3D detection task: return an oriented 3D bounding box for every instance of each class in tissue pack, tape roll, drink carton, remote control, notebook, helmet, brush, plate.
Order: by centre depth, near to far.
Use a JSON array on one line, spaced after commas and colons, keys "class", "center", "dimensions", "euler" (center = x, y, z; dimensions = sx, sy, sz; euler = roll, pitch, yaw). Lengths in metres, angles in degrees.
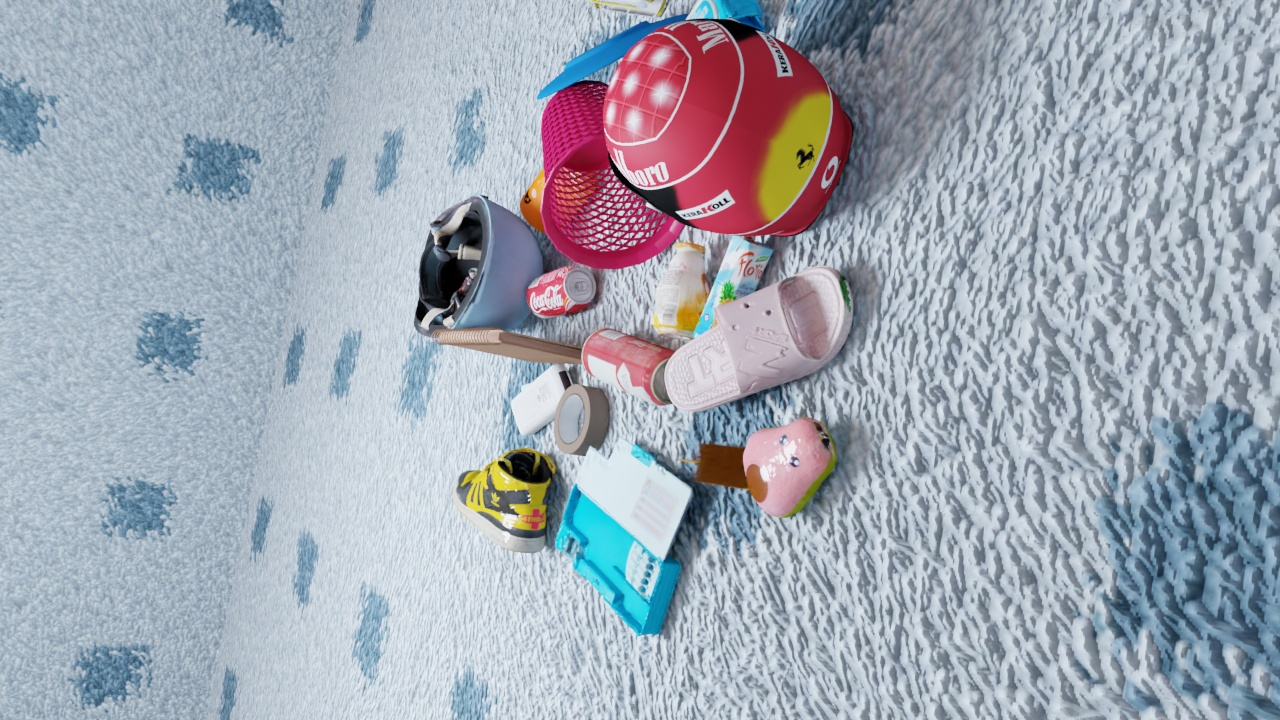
[{"class": "helmet", "center": [0.071, -0.234, 0.919], "dimensions": [0.271, 0.224, 0.198], "euler": [37, 107, 53]}, {"class": "brush", "center": [0.076, 0.112, 0.992], "dimensions": [0.127, 0.017, 0.048], "euler": [-1, 79, 56]}, {"class": "drink carton", "center": [0.100, -0.073, 0.993], "dimensions": [0.038, 0.044, 0.129], "euler": [43, 117, 52]}, {"class": "tissue pack", "center": [0.085, -0.381, 1.095], "dimensions": [0.145, 0.061, 0.092], "euler": [-51, 41, 36]}, {"class": "plate", "center": [-0.040, -0.400, 1.183], "dimensions": [0.225, 0.223, 0.024], "euler": [2, 125, 57]}, {"class": "tape roll", "center": [-0.080, 0.080, 1.223], "dimensions": [0.094, 0.030, 0.093], "euler": [-24, 61, 51]}, {"class": "notebook", "center": [-0.173, -0.018, 1.267], "dimensions": [0.211, 0.169, 0.022], "euler": [2, 81, 56]}, {"class": "remote control", "center": [-0.141, 0.058, 1.316], "dimensions": [0.139, 0.025, 0.060], "euler": [-37, 67, 44]}, {"class": "helmet", "center": [-0.237, -0.135, 1.400], "dimensions": [0.266, 0.166, 0.225], "euler": [-14, 68, 60]}]

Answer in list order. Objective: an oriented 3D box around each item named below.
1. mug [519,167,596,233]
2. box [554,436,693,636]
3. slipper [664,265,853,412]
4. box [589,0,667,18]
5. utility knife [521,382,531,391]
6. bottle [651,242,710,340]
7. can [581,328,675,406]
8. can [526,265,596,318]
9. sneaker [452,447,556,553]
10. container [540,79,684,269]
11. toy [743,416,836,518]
[{"class": "mug", "center": [-0.116, -0.255, 1.358], "dimensions": [0.096, 0.077, 0.112], "euler": [-44, 15, 40]}, {"class": "box", "center": [-0.021, 0.191, 1.093], "dimensions": [0.227, 0.039, 0.182], "euler": [30, 104, 55]}, {"class": "slipper", "center": [0.104, -0.013, 0.915], "dimensions": [0.240, 0.064, 0.094], "euler": [-31, 69, 38]}, {"class": "box", "center": [-0.017, -0.539, 1.331], "dimensions": [0.066, 0.044, 0.210], "euler": [-59, 36, 6]}, {"class": "utility knife", "center": [-0.140, 0.036, 1.345], "dimensions": [0.121, 0.015, 0.022], "euler": [-18, 68, 49]}, {"class": "bottle", "center": [0.049, -0.080, 1.052], "dimensions": [0.063, 0.063, 0.109], "euler": [3, 82, 57]}, {"class": "can", "center": [-0.007, 0.006, 1.105], "dimensions": [0.170, 0.067, 0.067], "euler": [21, 97, 56]}, {"class": "can", "center": [-0.112, -0.097, 1.297], "dimensions": [0.105, 0.064, 0.064], "euler": [-10, 71, 55]}, {"class": "sneaker", "center": [-0.200, 0.174, 1.321], "dimensions": [0.239, 0.086, 0.122], "euler": [28, 109, 52]}, {"class": "container", "center": [-0.051, -0.255, 1.174], "dimensions": [0.184, 0.183, 0.225], "euler": [-57, 31, 28]}, {"class": "toy", "center": [0.142, 0.095, 0.869], "dimensions": [0.110, 0.051, 0.090], "euler": [-47, 45, 37]}]
